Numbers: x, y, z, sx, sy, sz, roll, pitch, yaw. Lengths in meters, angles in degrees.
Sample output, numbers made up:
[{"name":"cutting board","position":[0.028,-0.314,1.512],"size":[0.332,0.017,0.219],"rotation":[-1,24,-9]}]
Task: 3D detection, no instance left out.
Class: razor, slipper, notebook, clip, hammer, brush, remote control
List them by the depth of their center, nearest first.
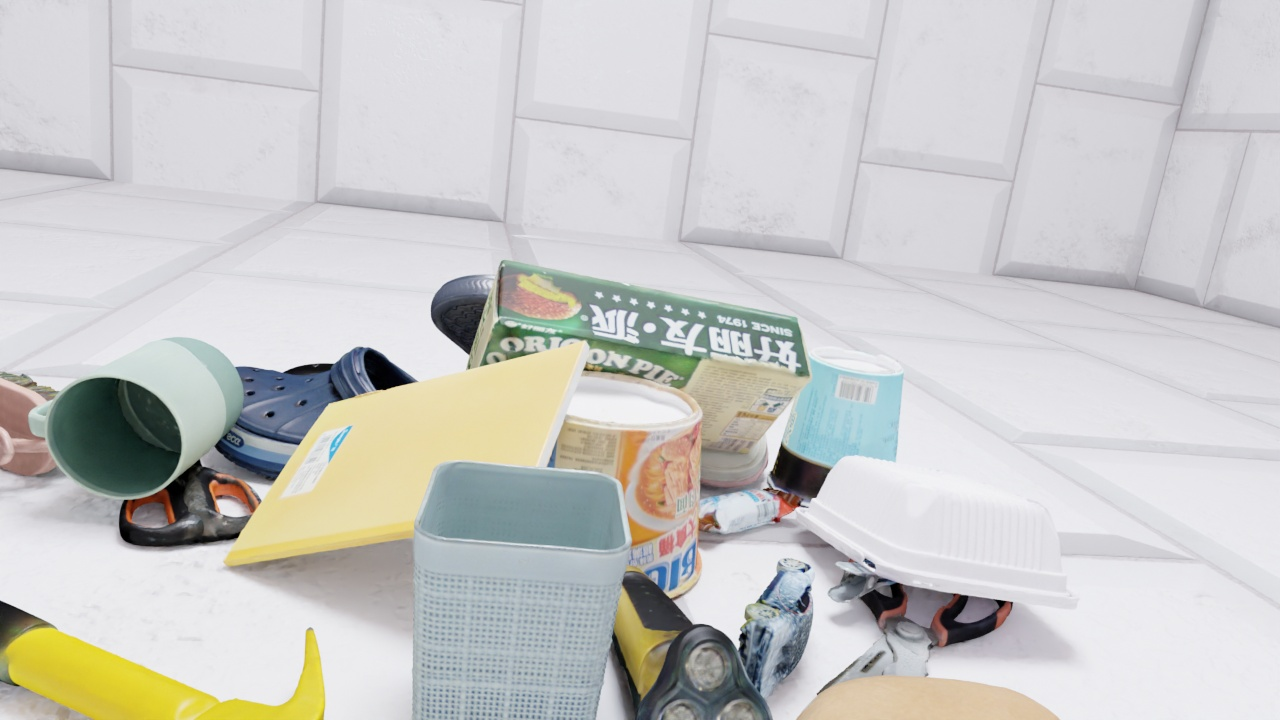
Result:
[{"name":"hammer","position":[-0.271,0.131,0.410],"size":[0.301,0.033,0.128],"rotation":[12,14,19]},{"name":"razor","position":[0.011,0.142,0.461],"size":[0.062,0.067,0.167],"rotation":[4,7,-15]},{"name":"notebook","position":[-0.138,0.054,0.551],"size":[0.207,0.010,0.145],"rotation":[-13,34,22]},{"name":"clip","position":[0.140,0.138,0.577],"size":[0.056,0.028,0.024],"rotation":[-1,15,-46]},{"name":"brush","position":[-0.448,0.041,0.629],"size":[0.146,0.063,0.073],"rotation":[15,12,23]},{"name":"slipper","position":[-0.207,0.041,0.696],"size":[0.253,0.095,0.105],"rotation":[11,12,0]},{"name":"slipper","position":[-0.082,-0.025,0.803],"size":[0.111,0.083,0.268],"rotation":[-8,-25,21]},{"name":"slipper","position":[0.048,0.050,0.860],"size":[0.114,0.054,0.274],"rotation":[0,24,-10]},{"name":"remote control","position":[-0.285,0.017,0.889],"size":[0.136,0.024,0.053],"rotation":[5,15,-9]}]

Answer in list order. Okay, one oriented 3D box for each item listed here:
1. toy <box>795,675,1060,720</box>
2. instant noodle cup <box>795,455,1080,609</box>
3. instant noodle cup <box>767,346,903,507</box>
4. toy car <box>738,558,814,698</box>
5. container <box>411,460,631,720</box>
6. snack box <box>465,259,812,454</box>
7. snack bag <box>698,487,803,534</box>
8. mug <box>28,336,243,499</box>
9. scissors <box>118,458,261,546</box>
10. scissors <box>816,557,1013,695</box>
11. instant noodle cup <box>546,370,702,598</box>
[{"name":"toy","position":[0.126,0.172,0.371],"size":[0.143,0.082,0.225],"rotation":[18,13,17]},{"name":"instant noodle cup","position":[0.195,0.107,0.619],"size":[0.138,0.060,0.173],"rotation":[11,0,-10]},{"name":"instant noodle cup","position":[0.170,0.054,0.773],"size":[0.111,0.120,0.111],"rotation":[7,14,-2]},{"name":"toy car","position":[0.076,0.145,0.501],"size":[0.031,0.049,0.105],"rotation":[16,16,19]},{"name":"container","position":[-0.057,0.115,0.419],"size":[0.090,0.111,0.090],"rotation":[6,13,-6]},{"name":"snack box","position":[-0.004,0.004,0.693],"size":[0.240,0.115,0.063],"rotation":[10,51,-17]},{"name":"snack bag","position":[0.072,0.112,0.685],"size":[0.104,0.026,0.048],"rotation":[-3,5,-38]},{"name":"mug","position":[-0.331,0.033,0.602],"size":[0.112,0.082,0.106],"rotation":[0,17,-1]},{"name":"scissors","position":[-0.336,0.073,0.637],"size":[0.235,0.022,0.124],"rotation":[18,18,37]},{"name":"scissors","position":[0.160,0.159,0.562],"size":[0.196,0.015,0.214],"rotation":[3,15,-17]},{"name":"instant noodle cup","position":[-0.027,0.075,0.601],"size":[0.151,0.111,0.151],"rotation":[7,14,-2]}]
